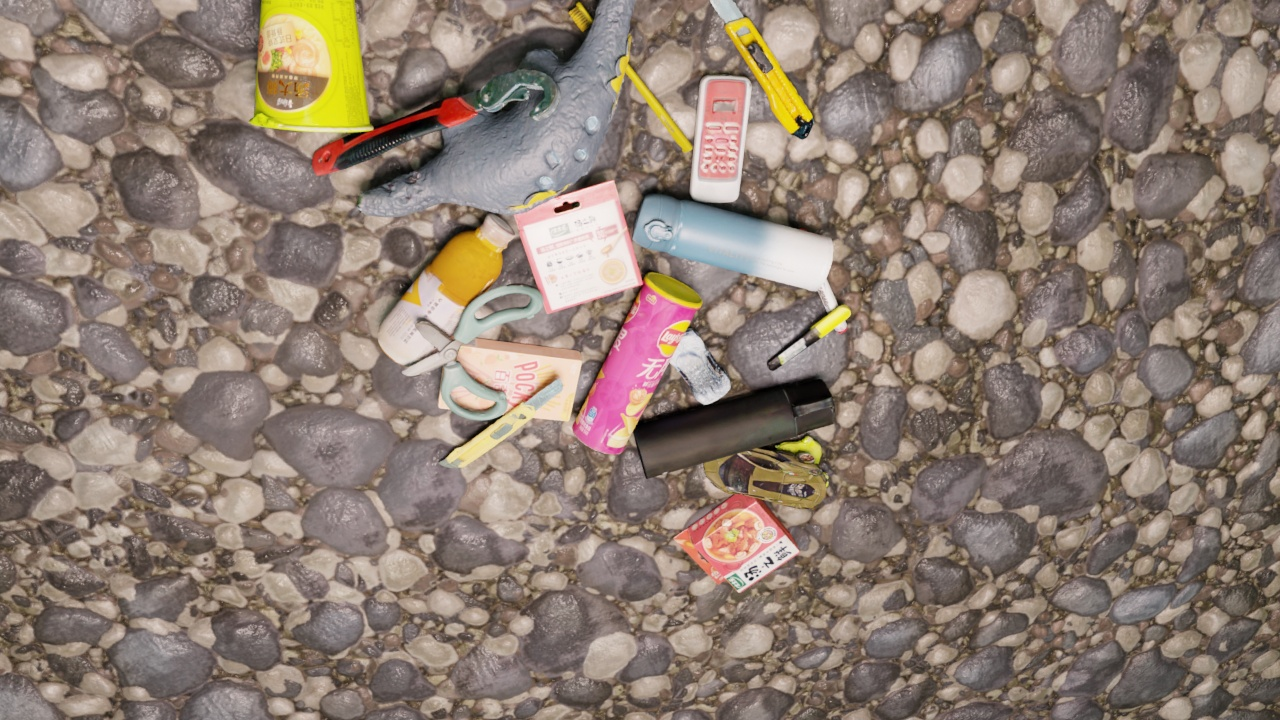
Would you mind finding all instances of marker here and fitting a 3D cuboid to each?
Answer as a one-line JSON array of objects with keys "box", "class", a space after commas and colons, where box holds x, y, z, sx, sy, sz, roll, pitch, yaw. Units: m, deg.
[{"box": [0.214, -0.092, 1.086, 0.017, 0.017, 0.145, -28, 118, 4], "class": "marker"}, {"box": [0.202, -0.027, 1.108, 0.124, 0.015, 0.018, -39, 112, 24], "class": "marker"}]

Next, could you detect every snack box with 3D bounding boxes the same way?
[{"box": [0.129, 0.247, 1.225, 0.127, 0.044, 0.113, -37, 117, 9], "class": "snack box"}, {"box": [-0.069, -0.128, 1.001, 0.113, 0.044, 0.127, -17, 119, -1], "class": "snack box"}, {"box": [-0.153, 0.022, 1.072, 0.157, 0.026, 0.085, 7, 115, -13], "class": "snack box"}]

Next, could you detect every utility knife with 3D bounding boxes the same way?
[{"box": [0.120, -0.317, 0.956, 0.033, 0.015, 0.216, -38, 116, 7], "class": "utility knife"}, {"box": [-0.162, 0.077, 1.082, 0.205, 0.021, 0.031, -39, 131, 21], "class": "utility knife"}]

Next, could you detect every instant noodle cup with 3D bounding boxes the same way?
[{"box": [-0.307, -0.280, 0.853, 0.111, 0.111, 0.123, 1, 108, -11], "class": "instant noodle cup"}]

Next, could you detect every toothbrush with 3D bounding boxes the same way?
[{"box": [-0.008, -0.288, 0.948, 0.017, 0.015, 0.190, -37, 117, 14], "class": "toothbrush"}]

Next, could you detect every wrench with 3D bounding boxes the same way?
[{"box": [-0.204, -0.230, 0.893, 0.274, 0.056, 0.016, -11, 161, 17], "class": "wrench"}]

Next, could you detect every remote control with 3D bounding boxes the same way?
[{"box": [0.086, -0.237, 0.988, 0.056, 0.020, 0.136, 0, 116, -11], "class": "remote control"}]

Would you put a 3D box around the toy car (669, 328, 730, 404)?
[{"box": [0.068, 0.008, 1.102, 0.049, 0.031, 0.105, -34, 116, 7], "class": "toy car"}]

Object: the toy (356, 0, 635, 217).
[{"box": [-0.119, -0.225, 0.916, 0.357, 0.091, 0.138, -34, 105, 9], "class": "toy"}]

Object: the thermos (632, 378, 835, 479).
[{"box": [0.114, 0.079, 1.116, 0.242, 0.090, 0.068, -16, 82, -2], "class": "thermos"}]

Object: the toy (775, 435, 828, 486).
[{"box": [0.205, 0.146, 1.196, 0.100, 0.031, 0.097, 37, 107, -25], "class": "toy"}]

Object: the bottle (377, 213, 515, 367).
[{"box": [-0.207, -0.076, 0.989, 0.068, 0.068, 0.190, 36, 105, -24], "class": "bottle"}]

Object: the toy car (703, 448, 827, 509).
[{"box": [0.156, 0.147, 1.161, 0.158, 0.042, 0.070, 10, 116, 11], "class": "toy car"}]

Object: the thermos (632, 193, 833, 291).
[{"box": [0.100, -0.130, 1.008, 0.220, 0.070, 0.070, 12, 114, -11], "class": "thermos"}]

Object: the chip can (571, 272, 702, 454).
[{"box": [-0.006, 0.006, 1.064, 0.071, 0.071, 0.211, 20, 111, -19], "class": "chip can"}]

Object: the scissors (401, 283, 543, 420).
[{"box": [-0.166, -0.010, 1.007, 0.170, 0.019, 0.171, -35, 134, 1], "class": "scissors"}]
